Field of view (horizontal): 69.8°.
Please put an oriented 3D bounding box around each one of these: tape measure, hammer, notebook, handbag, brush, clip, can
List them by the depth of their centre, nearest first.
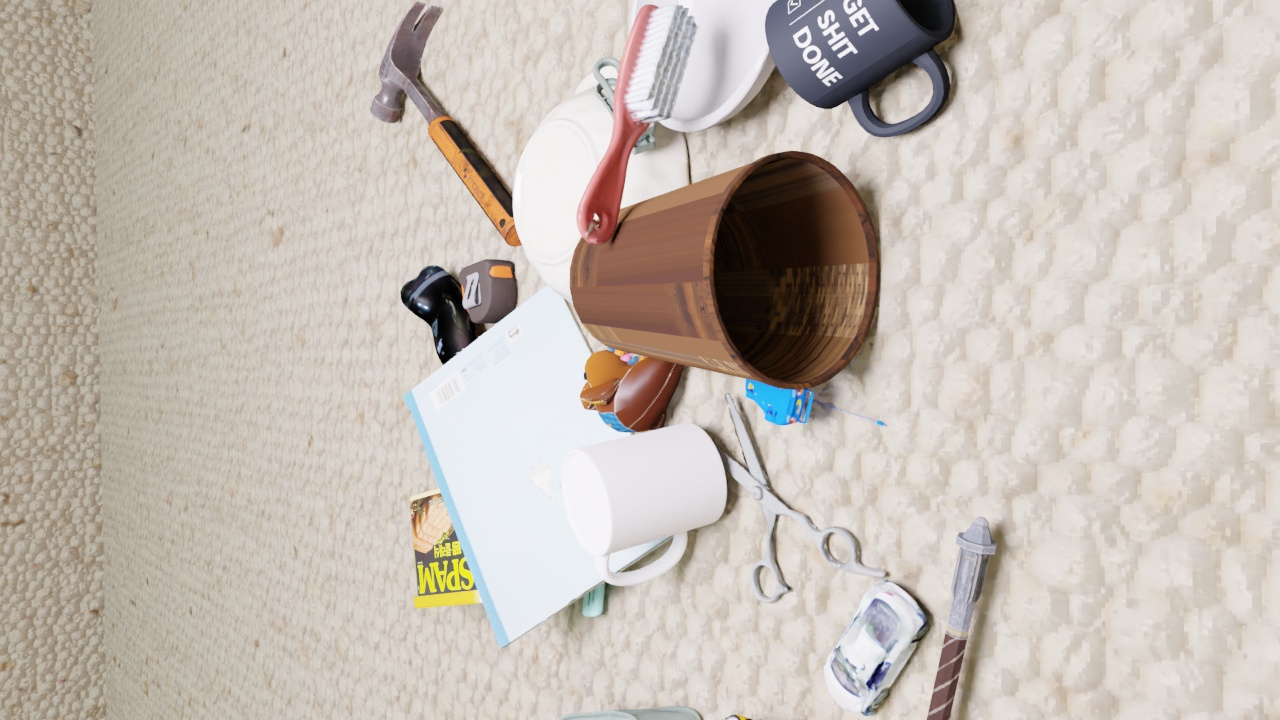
[{"bbox_3d":[0.156,0.241,0.509,0.098,0.044,0.322,19,104,47],"label":"hammer"},{"bbox_3d":[-0.001,-0.151,0.575,0.030,0.041,0.172,1,68,43],"label":"brush"},{"bbox_3d":[-0.012,-0.183,0.656,0.042,0.023,0.075,88,157,-63],"label":"clip"},{"bbox_3d":[-0.007,0.312,0.678,0.122,0.067,0.106,-28,62,46],"label":"handbag"},{"bbox_3d":[-0.093,0.079,0.759,0.181,0.009,0.253,-35,62,14],"label":"notebook"},{"bbox_3d":[-0.152,0.167,0.839,0.136,0.075,0.104,-21,73,47],"label":"can"},{"bbox_3d":[-0.145,-0.064,0.850,0.058,0.038,0.058,-11,83,49],"label":"tape measure"},{"bbox_3d":[-0.179,-0.225,0.891,0.314,0.034,0.138,53,128,33],"label":"hammer"}]

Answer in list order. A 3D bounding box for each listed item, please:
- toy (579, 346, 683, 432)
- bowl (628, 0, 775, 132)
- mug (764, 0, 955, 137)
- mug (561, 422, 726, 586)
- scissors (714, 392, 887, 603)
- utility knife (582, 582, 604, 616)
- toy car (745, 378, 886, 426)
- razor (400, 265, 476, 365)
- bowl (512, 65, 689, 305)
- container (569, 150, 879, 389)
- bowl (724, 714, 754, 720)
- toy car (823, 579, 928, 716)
[{"bbox_3d":[-0.004,0.004,0.695,0.103,0.070,0.090,-55,35,5],"label":"toy"},{"bbox_3d":[0.053,-0.227,0.614,0.150,0.043,0.149,5,96,52],"label":"bowl"},{"bbox_3d":[0.131,-0.177,0.516,0.078,0.071,0.105,-24,99,47],"label":"mug"},{"bbox_3d":[0.002,0.105,0.640,0.074,0.090,0.111,30,125,55],"label":"mug"},{"bbox_3d":[0.092,0.091,0.601,0.158,0.014,0.141,-3,92,49],"label":"scissors"},{"bbox_3d":[-0.032,0.128,0.746,0.022,0.015,0.165,8,94,50],"label":"utility knife"},{"bbox_3d":[0.108,0.022,0.583,0.092,0.062,0.033,-119,39,-70],"label":"toy car"},{"bbox_3d":[-0.190,-0.036,0.878,0.140,0.063,0.053,61,137,43],"label":"razor"},{"bbox_3d":[-0.047,-0.129,0.720,0.189,0.060,0.219,-8,86,49],"label":"bowl"},{"bbox_3d":[0.041,-0.053,0.578,0.167,0.132,0.132,4,94,55],"label":"container"},{"bbox_3d":[0.074,0.289,0.571,0.117,0.067,0.117,-167,96,-88],"label":"bowl"},{"bbox_3d":[0.135,0.172,0.542,0.039,0.027,0.090,41,121,38],"label":"toy car"}]
